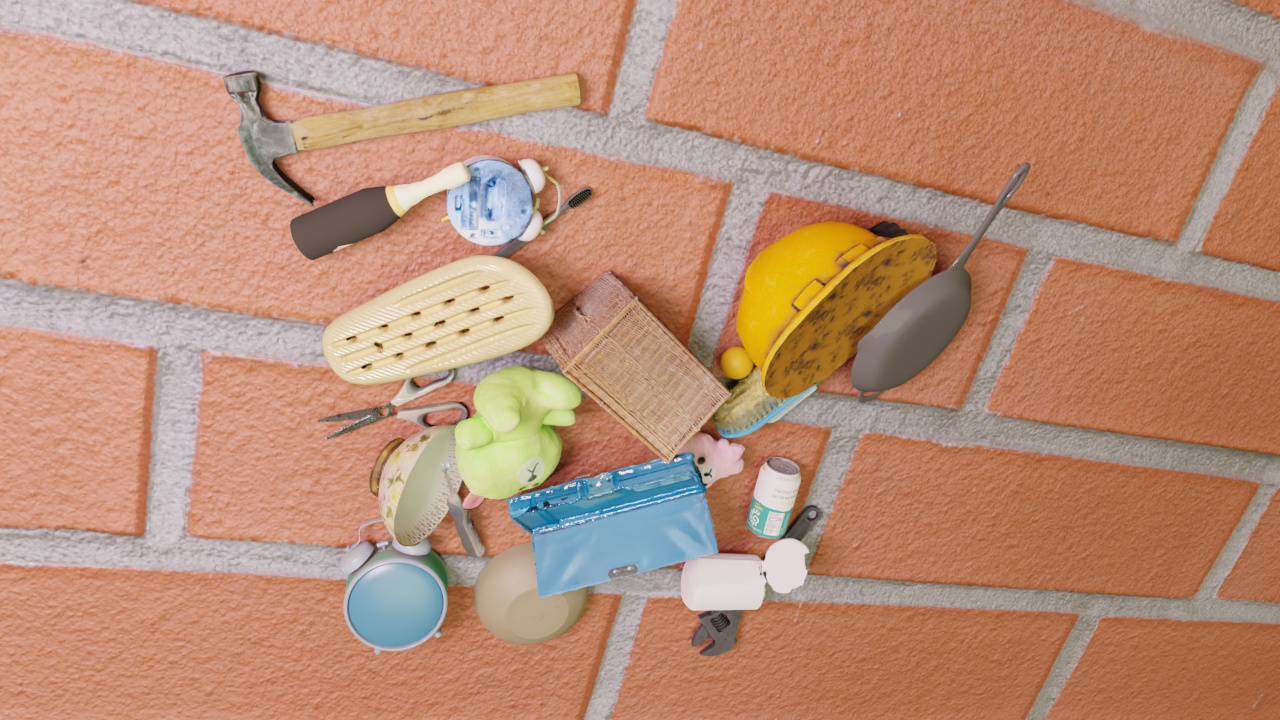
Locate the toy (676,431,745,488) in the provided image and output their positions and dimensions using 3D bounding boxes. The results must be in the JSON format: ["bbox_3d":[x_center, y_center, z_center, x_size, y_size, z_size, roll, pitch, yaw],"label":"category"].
[{"bbox_3d":[0.085,0.126,1.159,0.096,0.052,0.099,-3,121,1],"label":"toy"}]

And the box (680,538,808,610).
[{"bbox_3d":[0.137,0.284,1.213,0.146,0.084,0.137,4,142,-13],"label":"box"}]

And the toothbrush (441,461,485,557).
[{"bbox_3d":[-0.214,0.177,1.084,0.024,0.022,0.186,-12,136,-5],"label":"toothbrush"}]

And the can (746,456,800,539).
[{"bbox_3d":[0.177,0.183,1.215,0.055,0.055,0.102,4,114,-18],"label":"can"}]

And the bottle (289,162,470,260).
[{"bbox_3d":[-0.255,-0.153,0.910,0.185,0.045,0.045,-21,120,8],"label":"bottle"}]

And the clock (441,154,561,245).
[{"bbox_3d":[-0.143,-0.167,0.954,0.125,0.052,0.089,1,114,-17],"label":"clock"}]

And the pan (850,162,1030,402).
[{"bbox_3d":[0.363,-0.075,1.093,0.216,0.024,0.356,-9,137,-41],"label":"pan"}]

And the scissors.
[{"bbox_3d":[-0.277,0.047,1.040,0.164,0.012,0.150,18,108,-23],"label":"scissors"}]

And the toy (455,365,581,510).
[{"bbox_3d":[-0.146,0.082,1.035,0.149,0.107,0.197,-20,156,-38],"label":"toy"}]

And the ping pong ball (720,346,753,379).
[{"bbox_3d":[0.118,0.003,1.120,0.040,0.040,0.040,-7,116,-14],"label":"ping pong ball"}]

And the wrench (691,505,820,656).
[{"bbox_3d":[0.164,0.312,1.294,0.073,0.018,0.273,34,100,-18],"label":"wrench"}]

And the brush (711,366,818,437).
[{"bbox_3d":[0.155,0.051,1.149,0.136,0.055,0.075,-38,141,4],"label":"brush"}]

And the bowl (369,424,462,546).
[{"bbox_3d":[-0.259,0.132,1.040,0.063,0.144,0.145,20,113,16],"label":"bowl"}]

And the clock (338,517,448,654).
[{"bbox_3d":[-0.299,0.264,1.109,0.122,0.075,0.162,-13,105,-9],"label":"clock"}]

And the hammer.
[{"bbox_3d":[-0.222,-0.241,0.909,0.330,0.033,0.132,-13,116,-11],"label":"hammer"}]

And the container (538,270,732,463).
[{"bbox_3d":[-0.006,0.006,1.043,0.113,0.114,0.198,-45,120,2],"label":"container"}]

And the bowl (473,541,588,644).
[{"bbox_3d":[-0.137,0.311,1.187,0.152,0.050,0.152,-6,116,-13],"label":"bowl"}]

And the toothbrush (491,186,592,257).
[{"bbox_3d":[-0.121,-0.137,0.999,0.167,0.013,0.013,-35,119,5],"label":"toothbrush"}]

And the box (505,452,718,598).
[{"bbox_3d":[-0.032,0.197,1.089,0.231,0.112,0.094,-15,151,5],"label":"box"}]

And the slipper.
[{"bbox_3d":[-0.216,-0.049,0.980,0.262,0.079,0.111,-17,117,13],"label":"slipper"}]

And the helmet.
[{"bbox_3d":[0.197,-0.083,1.046,0.254,0.131,0.206,-30,150,-24],"label":"helmet"}]
